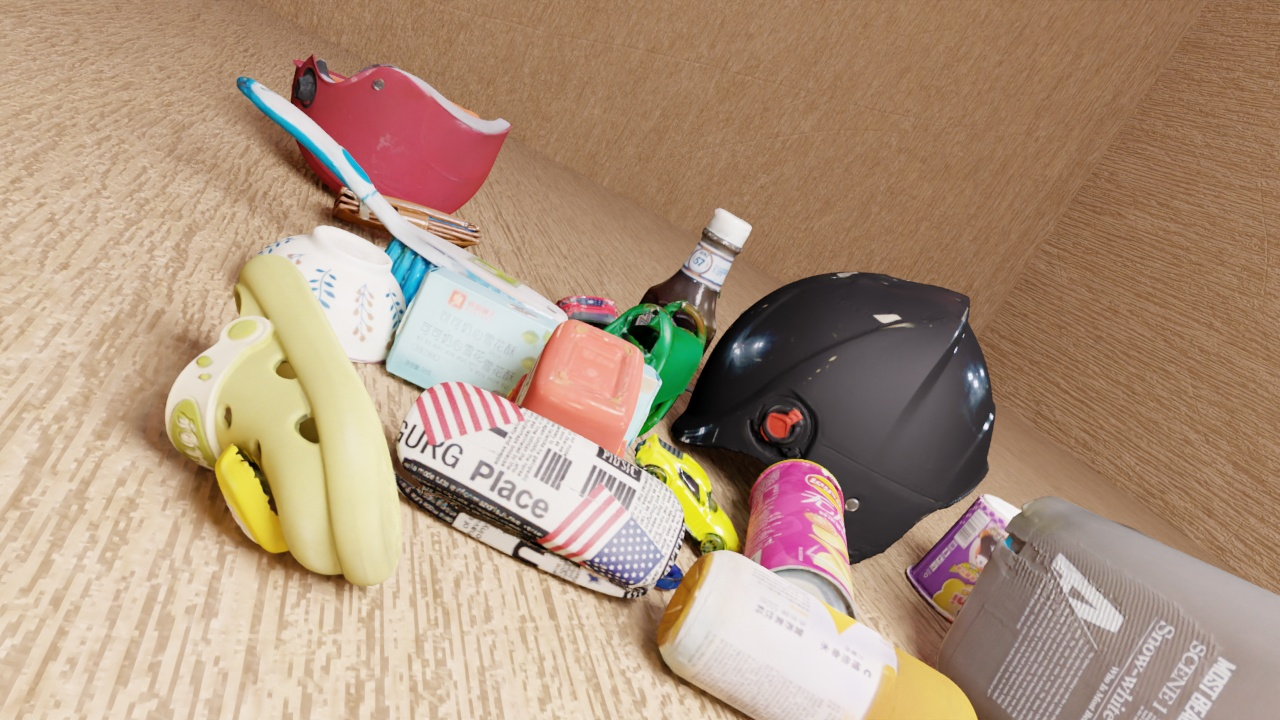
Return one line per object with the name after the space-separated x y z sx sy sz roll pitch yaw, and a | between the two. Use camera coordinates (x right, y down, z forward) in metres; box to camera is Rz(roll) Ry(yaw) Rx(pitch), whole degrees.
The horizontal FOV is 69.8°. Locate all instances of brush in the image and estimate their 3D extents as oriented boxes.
-0.192 -0.093 0.709 0.314 0.110 0.060 30 16 -1 | brush

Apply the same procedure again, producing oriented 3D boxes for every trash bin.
0.325 0.207 0.556 0.198 0.199 0.220 22 9 -30 | trash bin

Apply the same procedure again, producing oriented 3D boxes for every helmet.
0.171 0.034 0.807 0.275 0.230 0.233 12 9 10 | helmet
-0.274 -0.227 0.976 0.240 0.144 0.206 21 7 30 | helmet

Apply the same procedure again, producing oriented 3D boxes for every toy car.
-0.057 -0.028 0.777 0.053 0.045 0.121 5 -17 -20 | toy car
0.036 0.094 0.622 0.105 0.032 0.048 52 9 -4 | toy car

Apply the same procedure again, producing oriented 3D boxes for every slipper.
-0.165 0.028 0.414 0.081 0.092 0.190 -20 49 -19 | slipper

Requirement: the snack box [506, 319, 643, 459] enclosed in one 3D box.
-0.039 0.030 0.555 0.082 0.080 0.091 24 36 -8 | snack box

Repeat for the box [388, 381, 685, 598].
-0.051 0.066 0.484 0.163 0.081 0.074 30 29 -7 | box

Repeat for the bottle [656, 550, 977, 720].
0.102 0.167 0.464 0.189 0.068 0.068 30 13 0 | bottle

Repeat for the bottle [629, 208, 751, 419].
0.035 -0.042 0.816 0.044 0.195 0.080 14 21 -49 | bottle

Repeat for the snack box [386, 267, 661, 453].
-0.079 0.006 0.632 0.175 0.074 0.051 26 8 -7 | snack box

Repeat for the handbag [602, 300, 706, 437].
-0.004 0.004 0.731 0.068 0.120 0.131 40 13 15 | handbag

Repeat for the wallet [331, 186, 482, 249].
-0.220 -0.133 0.864 0.130 0.035 0.119 13 3 -21 | wallet

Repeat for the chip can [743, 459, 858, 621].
0.102 0.128 0.604 0.071 0.071 0.210 31 14 3 | chip can

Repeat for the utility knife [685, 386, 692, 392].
-0.032 -0.014 0.969 0.221 0.013 0.029 28 15 -23 | utility knife

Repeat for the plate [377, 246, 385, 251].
-0.160 -0.067 0.848 0.164 0.034 0.163 17 18 -42 | plate

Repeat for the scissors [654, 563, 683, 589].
-0.036 0.090 0.579 0.175 0.012 0.162 11 22 -50 | scissors

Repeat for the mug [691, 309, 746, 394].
0.111 0.008 0.993 0.083 0.103 0.124 24 16 -26 | mug

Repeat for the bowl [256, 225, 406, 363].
-0.209 -0.053 0.630 0.113 0.062 0.113 27 14 -7 | bowl

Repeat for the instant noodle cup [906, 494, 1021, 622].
0.307 0.179 0.798 0.111 0.099 0.111 30 13 -8 | instant noodle cup
